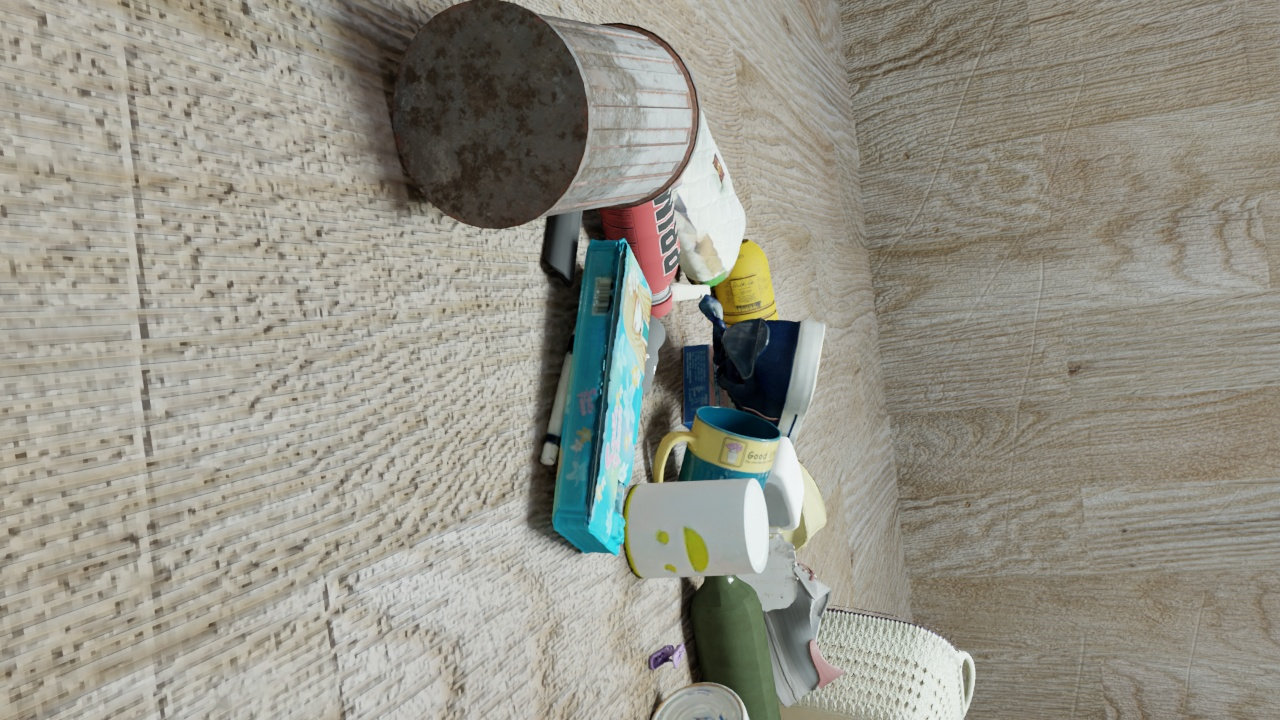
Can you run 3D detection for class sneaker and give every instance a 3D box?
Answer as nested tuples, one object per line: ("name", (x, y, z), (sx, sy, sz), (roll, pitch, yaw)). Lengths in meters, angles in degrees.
("sneaker", (0.160, 0.248, 1.003), (0.099, 0.089, 0.235), (61, 11, -59))
("sneaker", (0.116, 0.019, 0.959), (0.295, 0.127, 0.120), (71, 31, -72))

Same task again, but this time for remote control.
("remote control", (-0.055, -0.125, 0.721), (0.033, 0.015, 0.146), (52, 37, -54))
("remote control", (0.036, -0.066, 0.910), (0.125, 0.038, 0.018), (-13, 96, -69))

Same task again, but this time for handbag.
("handbag", (0.049, -0.182, 0.933), (0.195, 0.073, 0.138), (55, 36, -51))
("handbag", (0.183, 0.182, 1.176), (0.119, 0.081, 0.111), (-10, 86, -68))

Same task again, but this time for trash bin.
("trash bin", (-0.047, -0.157, 0.594), (0.210, 0.131, 0.131), (-34, 116, -65))

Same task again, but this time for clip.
("clip", (0.027, 0.261, 0.812), (0.051, 0.033, 0.013), (3, 80, -70))

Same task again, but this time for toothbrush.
("toothbrush", (-0.053, -0.003, 0.695), (0.017, 0.012, 0.186), (70, 24, -50))

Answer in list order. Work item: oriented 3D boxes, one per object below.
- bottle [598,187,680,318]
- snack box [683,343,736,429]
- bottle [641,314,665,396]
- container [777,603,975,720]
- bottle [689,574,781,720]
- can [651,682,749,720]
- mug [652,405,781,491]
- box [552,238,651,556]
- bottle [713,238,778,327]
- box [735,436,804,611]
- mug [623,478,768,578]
("bottle", (0.000, -0.113, 0.782), (0.062, 0.062, 0.177), (-73, 159, -46))
("snack box", (0.086, 0.046, 1.017), (0.154, 0.033, 0.087), (39, 48, -62))
("bottle", (-0.005, 0.005, 0.786), (0.109, 0.036, 0.036), (-73, 149, -47))
("container", (0.238, 0.384, 1.044), (0.142, 0.252, 0.185), (-54, 137, -47))
("bottle", (0.088, 0.272, 0.903), (0.071, 0.071, 0.207), (-36, 118, -66))
("can", (0.053, 0.319, 0.773), (0.086, 0.086, 0.043), (-65, 142, -54))
("mug", (0.064, 0.104, 0.861), (0.083, 0.113, 0.107), (45, -57, 60))
("box", (-0.025, 0.027, 0.693), (0.094, 0.039, 0.226), (61, 32, -64))
("bottle", (0.127, -0.078, 1.109), (0.070, 0.071, 0.164), (-52, 131, -62))
("box", (0.116, 0.166, 0.960), (0.101, 0.112, 0.189), (-47, 128, -61))
("mug", (0.049, 0.144, 0.788), (0.082, 0.106, 0.082), (-7, 90, -69))
